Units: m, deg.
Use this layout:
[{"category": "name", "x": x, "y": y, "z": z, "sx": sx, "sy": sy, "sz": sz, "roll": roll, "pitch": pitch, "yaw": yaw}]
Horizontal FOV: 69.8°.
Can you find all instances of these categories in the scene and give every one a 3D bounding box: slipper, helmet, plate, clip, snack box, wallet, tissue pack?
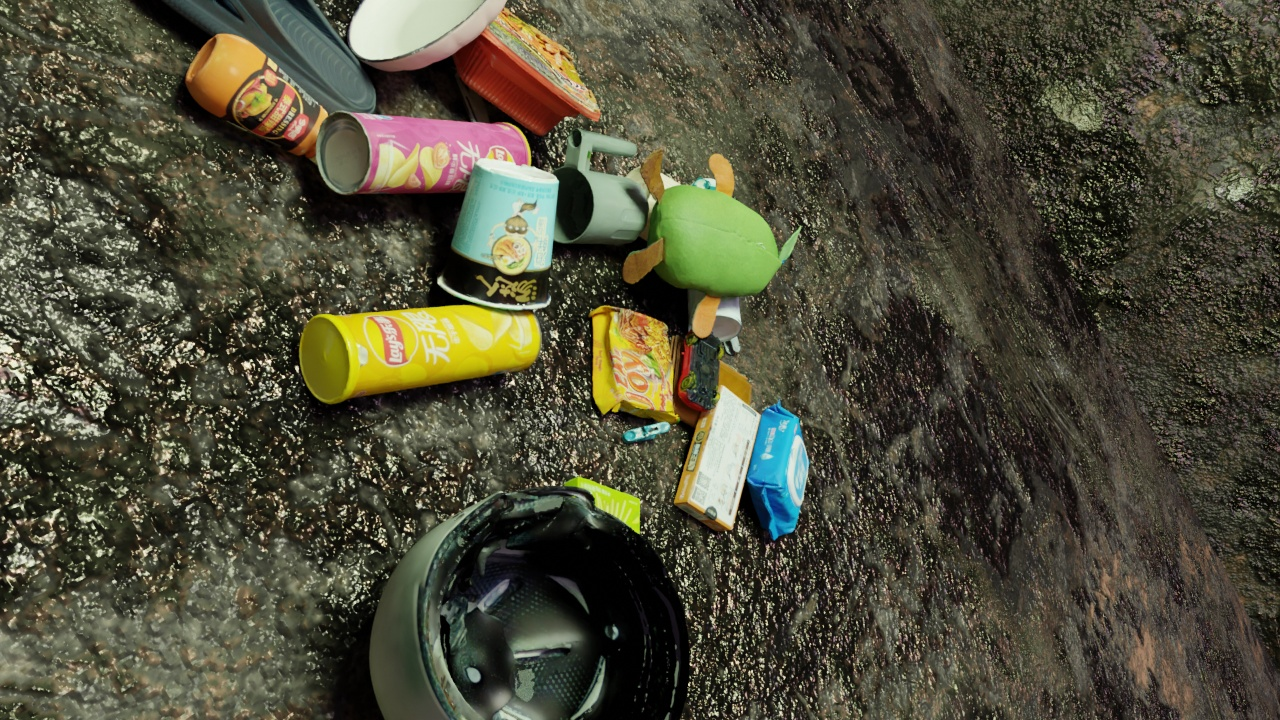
[{"category": "slipper", "x": -0.327, "y": -0.320, "z": 0.795, "sx": 0.268, "sy": 0.083, "sz": 0.110, "roll": 40, "pitch": 29, "yaw": -31}, {"category": "helmet", "x": -0.096, "y": 0.221, "z": 0.702, "sx": 0.273, "sy": 0.157, "sz": 0.229, "roll": 19, "pitch": 54, "yaw": -55}, {"category": "plate", "x": -0.197, "y": -0.348, "z": 0.899, "sx": 0.039, "sy": 0.193, "sz": 0.192, "roll": 52, "pitch": 34, "yaw": -48}, {"category": "clip", "x": 0.003, "y": 0.080, "z": 1.002, "sx": 0.054, "sy": 0.033, "sz": 0.013, "roll": -10, "pitch": 74, "yaw": -37}, {"category": "snack box", "x": -0.039, "y": 0.198, "z": 0.883, "sx": 0.085, "sy": 0.026, "sz": 0.156, "roll": 27, "pitch": 51, "yaw": -36}, {"category": "wallet", "x": 0.084, "y": 0.034, "z": 1.109, "sx": 0.130, "sy": 0.035, "sz": 0.118, "roll": 31, "pitch": 50, "yaw": -34}, {"category": "clip", "x": 0.114, "y": -0.035, "z": 1.198, "sx": 0.026, "sy": 0.042, "sz": 0.058, "roll": -19, "pitch": 87, "yaw": -53}, {"category": "tissue pack", "x": 0.171, "y": 0.130, "z": 1.115, "sx": 0.156, "sy": 0.052, "sz": 0.095, "roll": -69, "pitch": 147, "yaw": -43}, {"category": "snack box", "x": 0.091, "y": 0.111, "z": 1.055, "sx": 0.075, "sy": 0.026, "sz": 0.153, "roll": 37, "pitch": 57, "yaw": -31}]

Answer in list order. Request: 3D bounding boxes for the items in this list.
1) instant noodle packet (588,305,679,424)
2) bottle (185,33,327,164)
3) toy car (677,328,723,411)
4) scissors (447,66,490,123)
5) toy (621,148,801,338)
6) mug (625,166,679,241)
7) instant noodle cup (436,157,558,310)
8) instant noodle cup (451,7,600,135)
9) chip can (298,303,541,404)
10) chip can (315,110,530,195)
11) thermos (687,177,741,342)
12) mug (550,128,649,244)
[{"category": "instant noodle packet", "x": -0.006, "y": 0.006, "z": 1.018, "sx": 0.110, "sy": 0.044, "sz": 0.128, "roll": 16, "pitch": 58, "yaw": -38}, {"category": "bottle", "x": -0.308, "y": -0.212, "z": 0.789, "sx": 0.149, "sy": 0.067, "sz": 0.066, "roll": 34, "pitch": 46, "yaw": -41}, {"category": "toy car", "x": 0.069, "y": 0.008, "z": 1.062, "sx": 0.049, "sy": 0.031, "sz": 0.106, "roll": 29, "pitch": 53, "yaw": -30}, {"category": "scissors", "x": -0.166, "y": -0.216, "z": 0.984, "sx": 0.201, "sy": 0.015, "sz": 0.205, "roll": 43, "pitch": 43, "yaw": -24}, {"category": "toy", "x": 0.078, "y": -0.138, "z": 1.070, "sx": 0.246, "sy": 0.090, "sz": 0.227, "roll": 14, "pitch": 81, "yaw": -39}, {"category": "mug", "x": 0.024, "y": -0.191, "z": 1.144, "sx": 0.105, "sy": 0.082, "sz": 0.114, "roll": 25, "pitch": 25, "yaw": -37}, {"category": "instant noodle cup", "x": -0.127, "y": -0.121, "z": 0.856, "sx": 0.111, "sy": 0.111, "sz": 0.121, "roll": -11, "pitch": 121, "yaw": -51}, {"category": "instant noodle cup", "x": -0.136, "y": -0.323, "z": 0.998, "sx": 0.164, "sy": 0.079, "sz": 0.188, "roll": 30, "pitch": 24, "yaw": -35}, {"category": "chip can", "x": -0.185, "y": -0.012, "z": 0.802, "sx": 0.212, "sy": 0.072, "sz": 0.072, "roll": -11, "pitch": 77, "yaw": -52}, {"category": "chip can", "x": -0.194, "y": -0.190, "z": 0.851, "sx": 0.210, "sy": 0.072, "sz": 0.071, "roll": -17, "pitch": 82, "yaw": -57}, {"category": "thermos", "x": 0.089, "y": -0.136, "z": 1.186, "sx": 0.073, "sy": 0.073, "sz": 0.223, "roll": 25, "pitch": 51, "yaw": -38}, {"category": "mug", "x": -0.048, "y": -0.191, "z": 1.031, "sx": 0.103, "sy": 0.084, "sz": 0.124, "roll": -5, "pitch": 110, "yaw": -52}]
